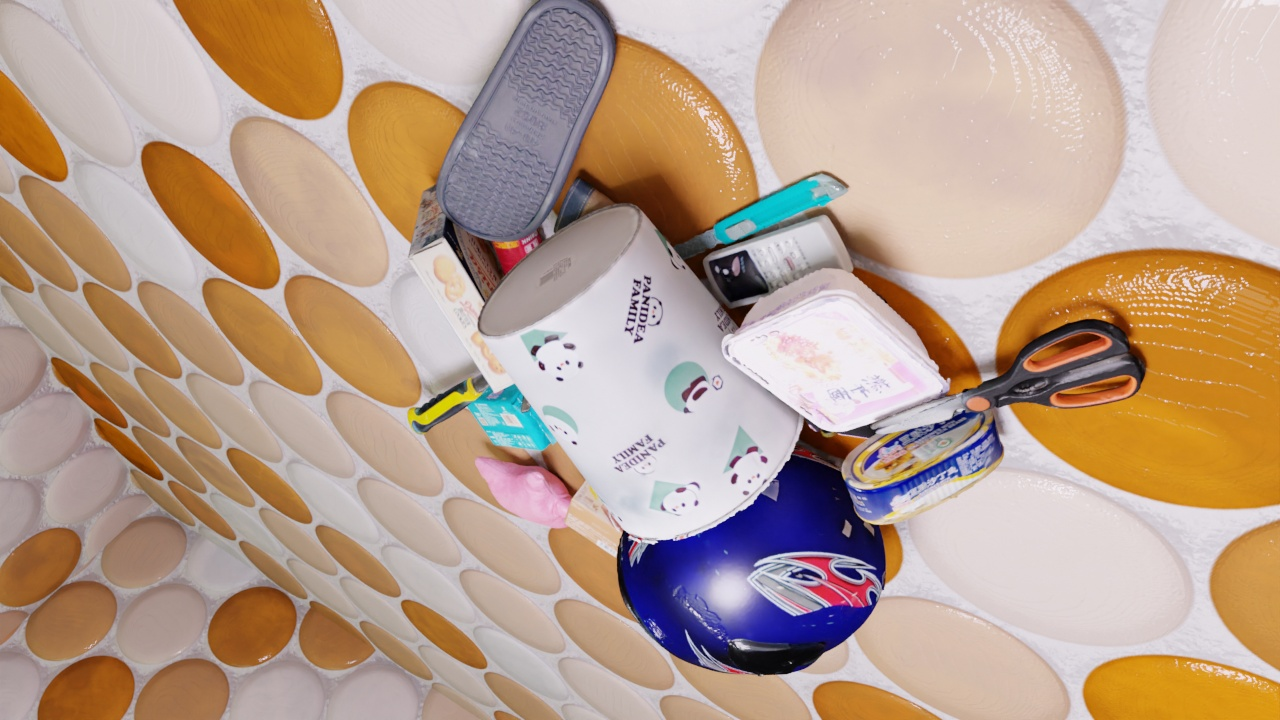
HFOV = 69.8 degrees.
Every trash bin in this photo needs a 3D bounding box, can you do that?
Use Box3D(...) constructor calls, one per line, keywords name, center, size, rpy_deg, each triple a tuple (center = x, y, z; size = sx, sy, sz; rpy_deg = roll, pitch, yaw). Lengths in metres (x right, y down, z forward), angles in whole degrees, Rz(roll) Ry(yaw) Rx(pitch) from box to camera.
Box3D(name="trash bin", center=(-0.005, 0.005, 0.872), size=(0.230, 0.228, 0.252), rpy_deg=(-7, 129, 46))

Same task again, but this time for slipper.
Box3D(name="slipper", center=(-0.097, -0.221, 0.853), size=(0.110, 0.083, 0.269), rpy_deg=(33, 129, -6))

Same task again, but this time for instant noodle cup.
Box3D(name="instant noodle cup", center=(0.173, -0.013, 0.807), size=(0.173, 0.060, 0.138), rpy_deg=(33, 139, -32))

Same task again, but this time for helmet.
Box3D(name="helmet", center=(0.144, 0.211, 0.990), size=(0.315, 0.246, 0.241), rpy_deg=(25, 137, -36))

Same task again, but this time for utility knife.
Box3D(name="utility knife", center=(0.096, -0.123, 0.834), size=(0.029, 0.013, 0.224), rpy_deg=(49, 144, -17))

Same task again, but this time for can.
Box3D(name="can", center=(-0.135, -0.131, 1.000), size=(0.053, 0.053, 0.133), rpy_deg=(15, 140, 30))
Box3D(name="can", center=(0.256, 0.090, 0.832), size=(0.049, 0.148, 0.074), rpy_deg=(63, 178, -29))

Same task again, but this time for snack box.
Box3D(name="snack box", center=(-0.181, -0.086, 0.997), size=(0.046, 0.182, 0.178), rpy_deg=(-24, 122, 6))
Box3D(name="snack box", center=(-0.038, 0.197, 1.254), size=(0.093, 0.094, 0.077), rpy_deg=(32, 146, 9))

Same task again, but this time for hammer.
Box3D(name="hammer", center=(-0.231, 0.043, 1.239), size=(0.324, 0.031, 0.126), rpy_deg=(-29, 85, 47))

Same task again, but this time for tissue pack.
Box3D(name="tissue pack", center=(-0.180, 0.077, 1.283), size=(0.134, 0.050, 0.093), rpy_deg=(0, 130, 44))

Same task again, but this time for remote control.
Box3D(name="remote control", center=(0.120, -0.086, 0.830), size=(0.150, 0.021, 0.058), rpy_deg=(-14, 112, 50))

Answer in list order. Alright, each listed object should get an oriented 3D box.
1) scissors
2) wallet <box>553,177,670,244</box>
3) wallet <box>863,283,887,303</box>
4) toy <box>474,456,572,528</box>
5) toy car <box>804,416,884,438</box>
Box3D(name="scissors", center=(0.288, 0.017, 0.765), size=(0.235, 0.021, 0.143), rpy_deg=(-5, 136, 24))
Box3D(name="wallet", center=(-0.030, -0.127, 0.929), size=(0.115, 0.033, 0.090), rpy_deg=(36, 148, 2))
Box3D(name="wallet", center=(0.162, -0.046, 0.861), size=(0.096, 0.020, 0.123), rpy_deg=(36, 144, 4))
Box3D(name="toy", center=(-0.167, 0.208, 1.408), size=(0.195, 0.074, 0.178), rpy_deg=(4, 144, 44))
Box3D(name="toy car", center=(0.217, 0.051, 0.905), size=(0.123, 0.037, 0.056), rpy_deg=(6, 133, 39))
